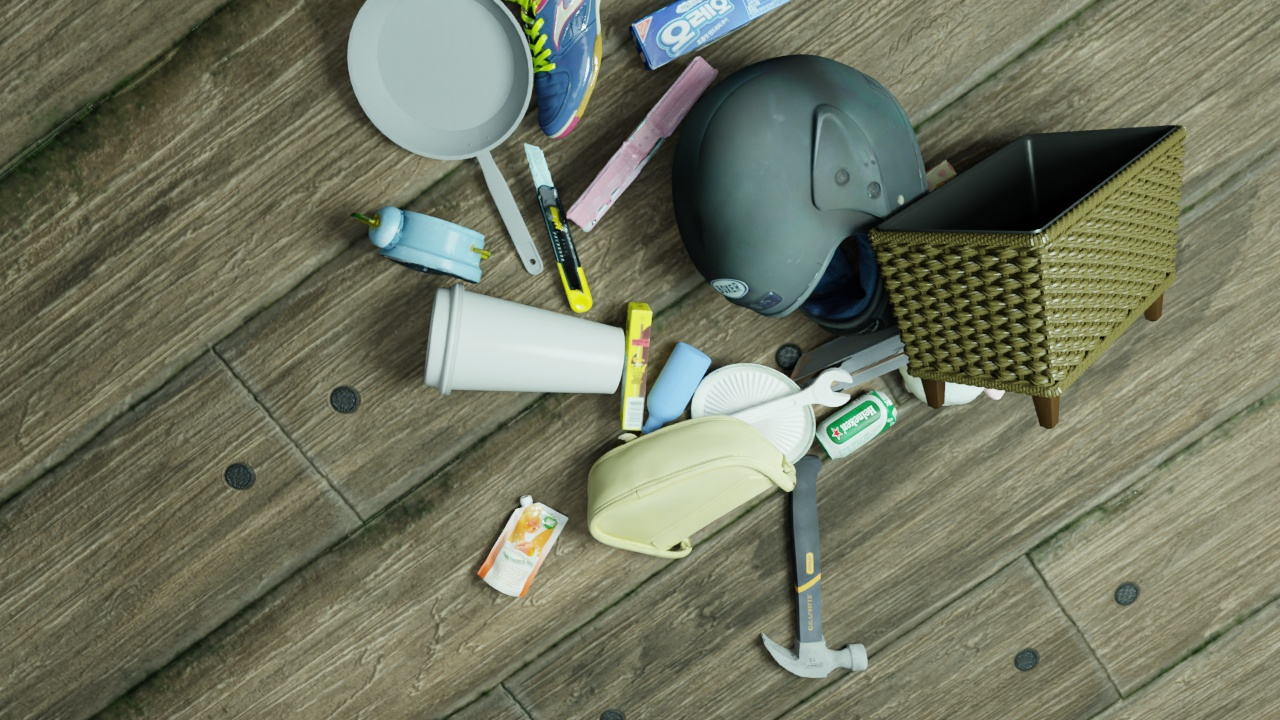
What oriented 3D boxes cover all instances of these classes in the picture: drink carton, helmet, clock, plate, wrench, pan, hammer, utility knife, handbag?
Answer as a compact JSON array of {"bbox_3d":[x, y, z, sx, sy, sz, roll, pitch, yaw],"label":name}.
[{"bbox_3d":[-0.151,0.238,1.184,0.069,0.039,0.122,30,93,-11],"label":"drink carton"},{"bbox_3d":[0.158,-0.164,0.997,0.235,0.249,0.316,-17,99,-24],"label":"helmet"},{"bbox_3d":[-0.251,-0.133,1.044,0.162,0.118,0.060,16,90,-15],"label":"clock"},{"bbox_3d":[0.140,0.071,1.145,0.157,0.014,0.157,9,120,16],"label":"plate"},{"bbox_3d":[0.130,0.069,1.124,0.274,0.009,0.047,-21,110,23],"label":"wrench"},{"bbox_3d":[-0.190,-0.259,1.048,0.201,0.050,0.357,-19,119,11],"label":"pan"},{"bbox_3d":[0.228,0.276,1.221,0.139,0.035,0.313,-4,103,-2],"label":"hammer"},{"bbox_3d":[-0.098,-0.154,1.079,0.029,0.020,0.213,-18,115,-1],"label":"utility knife"},{"bbox_3d":[0.057,0.153,1.131,0.233,0.088,0.191,-34,131,21],"label":"handbag"}]

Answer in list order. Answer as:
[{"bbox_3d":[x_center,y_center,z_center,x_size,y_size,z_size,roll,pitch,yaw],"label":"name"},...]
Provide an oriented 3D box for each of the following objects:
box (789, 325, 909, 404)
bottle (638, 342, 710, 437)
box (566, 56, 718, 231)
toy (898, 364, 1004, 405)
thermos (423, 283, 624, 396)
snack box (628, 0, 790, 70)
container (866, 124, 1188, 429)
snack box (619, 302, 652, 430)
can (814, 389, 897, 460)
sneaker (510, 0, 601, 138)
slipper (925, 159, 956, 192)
[{"bbox_3d":[0.279,-0.012,1.087,0.217,0.081,0.063,-28,103,37],"label":"box"},{"bbox_3d":[0.036,0.044,1.142,0.048,0.048,0.131,27,100,-10],"label":"bottle"},{"bbox_3d":[0.000,-0.245,1.051,0.037,0.098,0.233,40,96,-8],"label":"box"},{"bbox_3d":[0.405,-0.005,1.120,0.180,0.101,0.139,1,115,15],"label":"toy"},{"bbox_3d":[-0.136,-0.013,1.083,0.221,0.131,0.131,8,102,-14],"label":"thermos"},{"bbox_3d":[0.099,-0.403,1.038,0.226,0.059,0.059,-27,108,2],"label":"snack box"},{"bbox_3d":[0.407,-0.090,0.936,0.320,0.177,0.205,-31,117,-34],"label":"container"},{"bbox_3d":[-0.007,0.007,1.123,0.025,0.061,0.149,3,103,-6],"label":"snack box"},{"bbox_3d":[0.274,0.081,1.168,0.101,0.053,0.053,-34,103,3],"label":"can"},{"bbox_3d":[-0.102,-0.371,1.014,0.091,0.116,0.242,1,101,-34],"label":"sneaker"},{"bbox_3d":[0.348,-0.198,1.099,0.197,0.093,0.081,8,82,-5],"label":"slipper"}]
